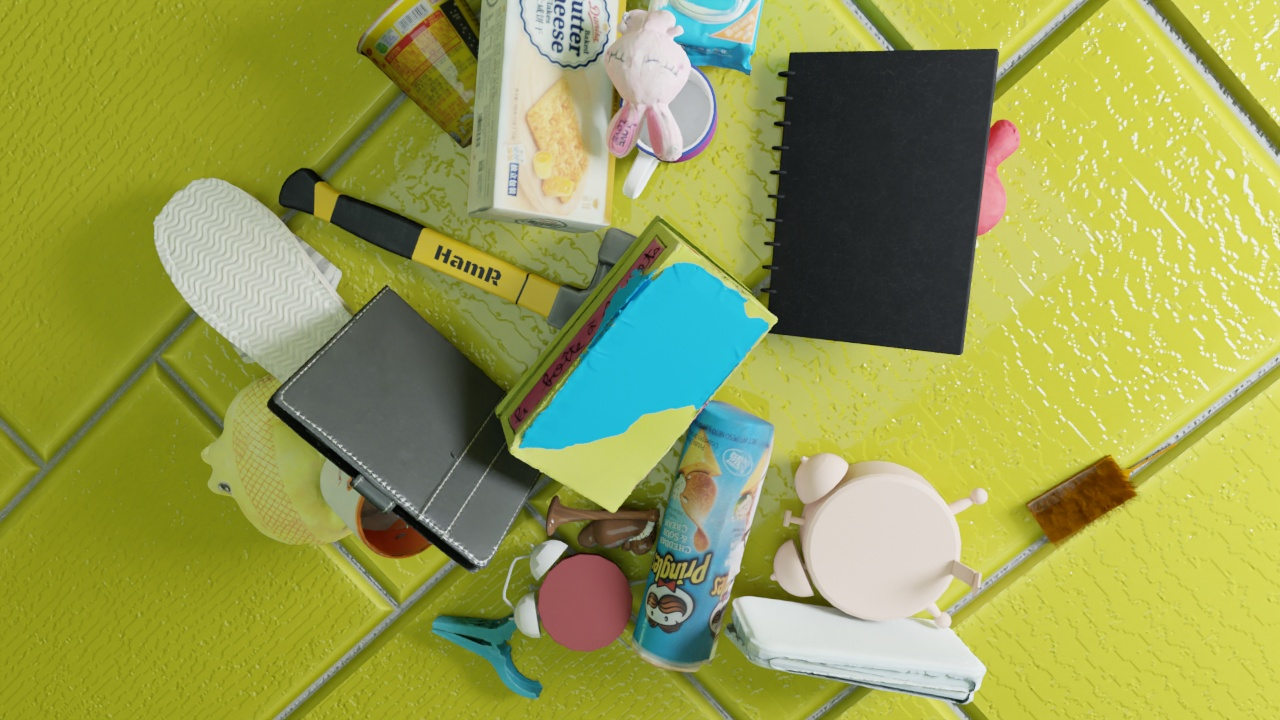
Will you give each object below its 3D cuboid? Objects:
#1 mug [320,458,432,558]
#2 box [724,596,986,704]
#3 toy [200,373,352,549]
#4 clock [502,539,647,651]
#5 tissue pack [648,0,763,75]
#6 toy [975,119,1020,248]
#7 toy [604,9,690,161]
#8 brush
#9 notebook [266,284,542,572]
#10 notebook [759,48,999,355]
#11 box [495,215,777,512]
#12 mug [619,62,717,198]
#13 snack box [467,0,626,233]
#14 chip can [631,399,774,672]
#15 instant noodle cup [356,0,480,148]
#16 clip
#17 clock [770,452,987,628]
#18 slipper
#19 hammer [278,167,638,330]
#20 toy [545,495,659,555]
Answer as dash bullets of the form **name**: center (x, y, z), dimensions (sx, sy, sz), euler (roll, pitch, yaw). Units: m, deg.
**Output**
- **mug**: center (-0.221, 0.114, 0.792), dimensions (0.082, 0.105, 0.082), euler (-9, 105, -34)
- **box**: center (0.179, 0.240, 0.778), dimensions (0.213, 0.118, 0.063), euler (15, 90, -7)
- **toy**: center (-0.316, 0.092, 0.834), dimensions (0.154, 0.064, 0.170), euler (-8, 102, -9)
- **clock**: center (-0.060, 0.212, 0.824), dimensions (0.124, 0.044, 0.087), euler (16, 81, -1)
- **tissue pack**: center (0.058, -0.308, 0.727), dimensions (0.093, 0.061, 0.144), euler (12, 100, 4)
- **toy**: center (0.252, -0.140, 0.744), dimensions (0.091, 0.045, 0.135), euler (24, 105, 7)
- **toy**: center (0.004, -0.204, 0.680), dimensions (0.063, 0.047, 0.110), euler (4, 103, 14)
- **brush**: center (0.399, 0.110, 0.786), dimensions (0.126, 0.017, 0.048), euler (-34, 95, 10)
- **notebook**: center (-0.175, 0.055, 0.751), dimensions (0.209, 0.169, 0.030), euler (42, 132, -10)
- **notebook**: center (0.185, -0.129, 0.740), dimensions (0.169, 0.019, 0.231), euler (8, 101, 25)
- **box**: center (-0.005, 0.004, 0.761), dimensions (0.124, 0.079, 0.221), euler (33, 100, -27)
- **mug**: center (0.016, -0.183, 0.745), dimensions (0.075, 0.076, 0.112), euler (27, 101, 1)
- **snack box**: center (-0.072, -0.210, 0.718), dimensions (0.104, 0.058, 0.208), euler (4, 90, -33)
- **chip can**: center (0.056, 0.152, 0.799), dimensions (0.080, 0.079, 0.230), euler (15, 100, 3)
- **instant noodle cup**: center (-0.157, -0.238, 0.750), dimensions (0.100, 0.100, 0.112), euler (-36, 104, 10)
- **clip**: center (-0.124, 0.274, 0.864), dimensions (0.120, 0.033, 0.118), euler (-20, 101, 8)
- **clock**: center (0.202, 0.157, 0.785), dimensions (0.160, 0.086, 0.131), euler (14, 100, 9)
- **slipper**: center (-0.308, -0.044, 0.798), dimensions (0.114, 0.054, 0.272), euler (-43, 85, -13)
- **hammer**: center (-0.168, -0.086, 0.806), dimensions (0.324, 0.034, 0.170), euler (24, 102, 3)
- **toy**: center (-0.028, 0.148, 0.823), dimensions (0.102, 0.041, 0.055), euler (-3, 138, 15)
